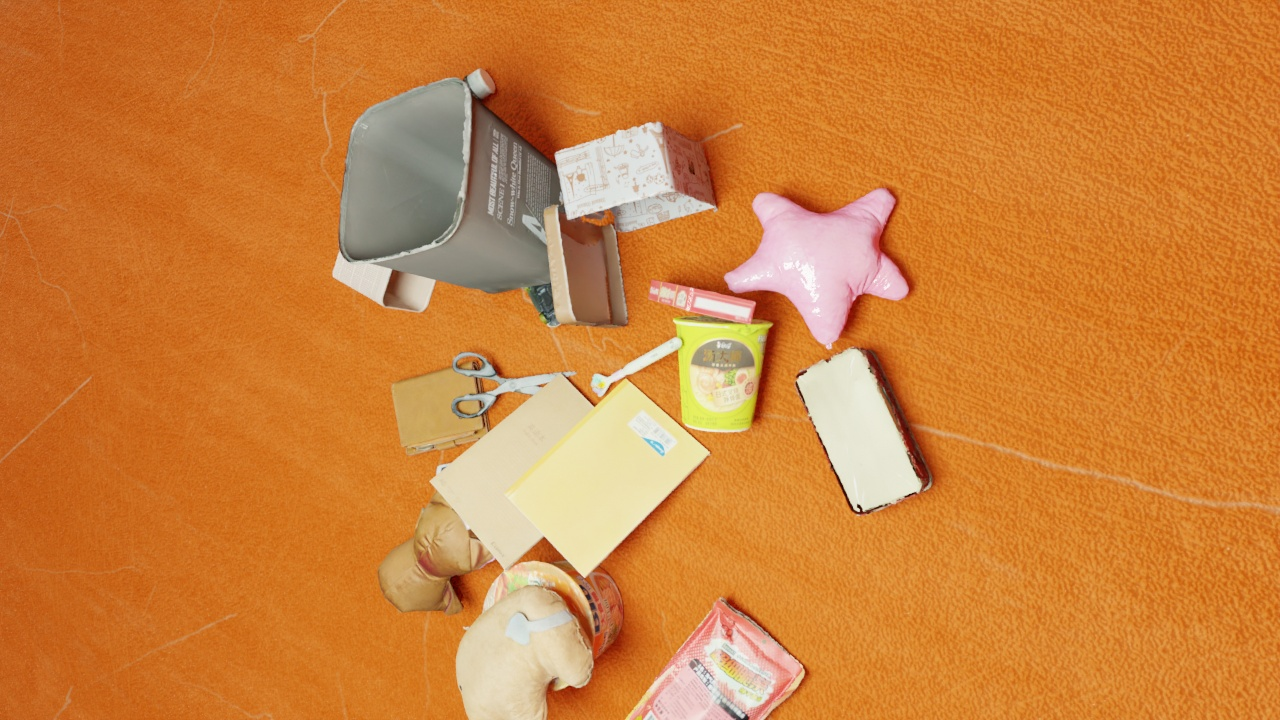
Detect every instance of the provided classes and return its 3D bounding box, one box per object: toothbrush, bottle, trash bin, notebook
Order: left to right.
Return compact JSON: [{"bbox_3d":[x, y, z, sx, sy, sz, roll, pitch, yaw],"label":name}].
[{"bbox_3d":[-0.284,-0.332,1.256,0.195,0.044,0.080,-28,77,21],"label":"bottle"},{"bbox_3d":[-0.206,-0.186,1.092,0.199,0.219,0.198,-7,74,33],"label":"trash bin"},{"bbox_3d":[-0.130,0.130,1.115,0.211,0.012,0.149,-40,68,-15],"label":"notebook"},{"bbox_3d":[-0.040,0.134,1.088,0.146,0.010,0.206,41,76,21],"label":"notebook"},{"bbox_3d":[-0.006,0.006,1.074,0.190,0.020,0.029,-28,77,54],"label":"toothbrush"}]

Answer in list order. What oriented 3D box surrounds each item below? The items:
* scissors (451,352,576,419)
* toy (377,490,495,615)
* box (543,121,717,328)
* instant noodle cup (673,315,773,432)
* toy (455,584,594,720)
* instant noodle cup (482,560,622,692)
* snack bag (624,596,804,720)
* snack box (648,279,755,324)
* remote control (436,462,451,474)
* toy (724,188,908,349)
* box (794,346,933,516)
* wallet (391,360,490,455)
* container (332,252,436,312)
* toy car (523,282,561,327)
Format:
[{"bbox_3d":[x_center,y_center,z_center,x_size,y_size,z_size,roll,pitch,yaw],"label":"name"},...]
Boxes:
[{"bbox_3d":[-0.172,0.029,1.189,0.163,0.014,0.165,-43,78,9],"label":"scissors"},{"bbox_3d":[-0.250,0.246,1.181,0.140,0.130,0.200,50,129,16],"label":"toy"},{"bbox_3d":[-0.002,-0.148,1.041,0.158,0.180,0.205,-7,88,20],"label":"box"},{"bbox_3d":[0.091,0.015,1.037,0.112,0.111,0.123,5,98,25],"label":"instant noodle cup"},{"bbox_3d":[-0.149,0.349,1.023,0.226,0.082,0.143,-50,62,18],"label":"toy"},{"bbox_3d":[-0.098,0.309,1.106,0.152,0.111,0.151,-1,88,25],"label":"instant noodle cup"},{"bbox_3d":[0.077,0.387,1.051,0.128,0.073,0.208,41,99,16],"label":"snack bag"},{"bbox_3d":[0.064,-0.066,1.016,0.075,0.153,0.025,11,95,-16],"label":"snack box"},{"bbox_3d":[-0.205,0.156,1.212,0.150,0.021,0.058,-13,83,24],"label":"remote control"},{"bbox_3d":[0.188,-0.100,0.994,0.195,0.074,0.178,-3,80,4],"label":"toy"},{"bbox_3d":[0.237,0.074,0.976,0.091,0.077,0.168,-27,77,23],"label":"box"},{"bbox_3d":[-0.270,0.066,1.239,0.132,0.031,0.107,-15,82,20],"label":"wallet"},{"bbox_3d":[-0.349,-0.129,1.256,0.111,0.089,0.090,24,98,28],"label":"container"},{"bbox_3d":[-0.118,-0.085,1.172,0.042,0.035,0.090,-35,73,21],"label":"toy car"}]
